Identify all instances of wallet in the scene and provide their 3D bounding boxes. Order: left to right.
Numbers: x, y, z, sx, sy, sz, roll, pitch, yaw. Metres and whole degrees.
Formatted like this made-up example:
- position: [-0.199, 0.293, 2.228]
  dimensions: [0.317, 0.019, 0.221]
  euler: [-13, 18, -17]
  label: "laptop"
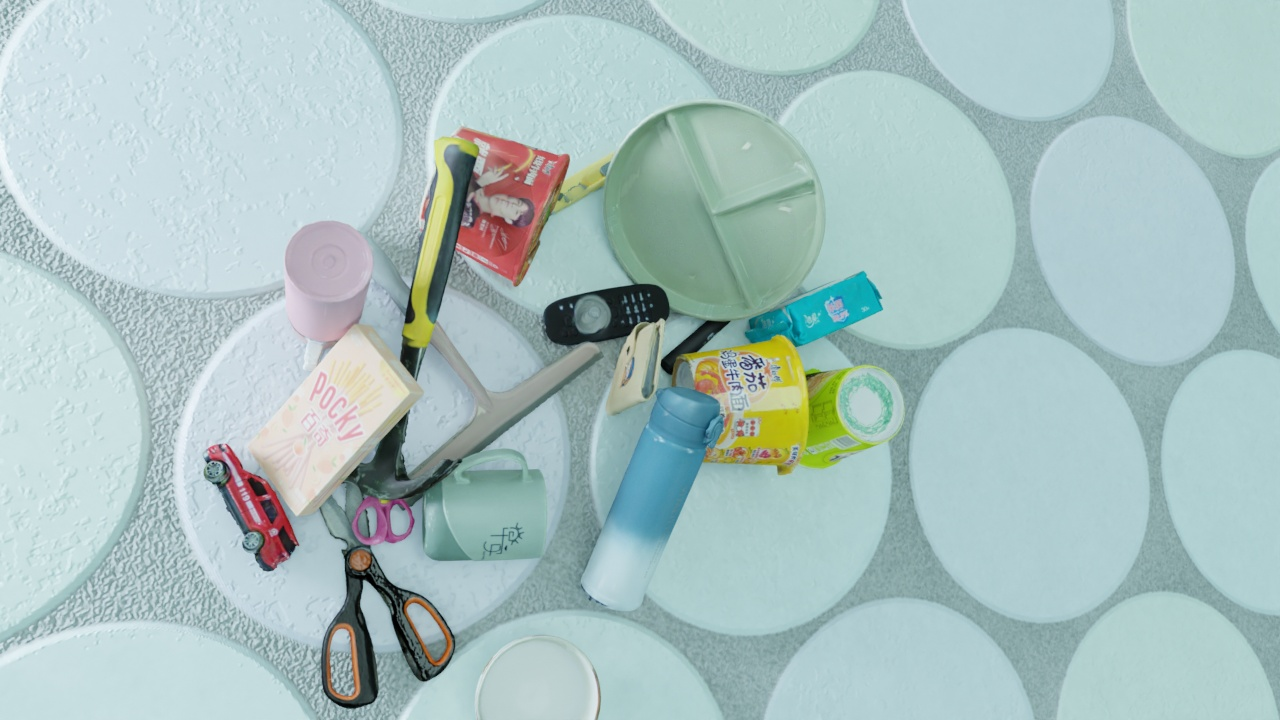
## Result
- position: [-0.005, 0.005, 0.904]
  dimensions: [0.024, 0.115, 0.087]
  euler: [17, 75, -13]
  label: "wallet"

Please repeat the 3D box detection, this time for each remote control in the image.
- position: [-0.036, -0.047, 0.953]
  dimensions: [0.136, 0.024, 0.053]
  euler: [-12, 91, -17]
  label: "remote control"

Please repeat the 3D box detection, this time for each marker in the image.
- position: [0.071, -0.033, 0.991]
  dimensions: [0.022, 0.020, 0.131]
  euler: [44, 68, 11]
  label: "marker"

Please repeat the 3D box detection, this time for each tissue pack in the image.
- position: [0.186, -0.050, 0.994]
  dimensions: [0.133, 0.093, 0.050]
  euler: [-23, 92, -22]
  label: "tissue pack"

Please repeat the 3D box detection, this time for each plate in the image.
- position: [0.073, -0.149, 0.926]
  dimensions: [0.230, 0.231, 0.027]
  euler: [46, 32, -6]
  label: "plate"

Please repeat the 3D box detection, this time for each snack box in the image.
- position: [-0.266, 0.052, 0.797]
  dimensions: [0.157, 0.026, 0.084]
  euler: [-46, 73, 12]
  label: "snack box"

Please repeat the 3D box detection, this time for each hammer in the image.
- position: [-0.191, -0.035, 0.807]
  dimensions: [0.126, 0.032, 0.323]
  euler: [14, 91, 19]
  label: "hammer"

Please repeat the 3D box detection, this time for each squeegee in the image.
- position: [-0.203, -0.030, 0.879]
  dimensions: [0.247, 0.040, 0.249]
  euler: [-39, 90, -15]
  label: "squeegee"

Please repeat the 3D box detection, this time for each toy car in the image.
- position: [-0.340, 0.125, 0.800]
  dimensions: [0.045, 0.053, 0.120]
  euler: [-31, 93, -24]
  label: "toy car"

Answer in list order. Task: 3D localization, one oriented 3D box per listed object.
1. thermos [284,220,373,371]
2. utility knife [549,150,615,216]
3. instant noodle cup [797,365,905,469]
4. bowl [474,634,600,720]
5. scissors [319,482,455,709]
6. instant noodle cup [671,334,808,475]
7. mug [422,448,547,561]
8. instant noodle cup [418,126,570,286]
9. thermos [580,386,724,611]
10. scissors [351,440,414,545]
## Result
- position: [-0.270, -0.047, 0.778]
  dimensions: [0.067, 0.199, 0.087]
  euler: [15, 73, -18]
  label: "thermos"
- position: [-0.048, -0.195, 0.986]
  dimensions: [0.166, 0.018, 0.031]
  euler: [-35, 86, -17]
  label: "utility knife"
- position: [0.212, 0.054, 0.966]
  dimensions: [0.111, 0.124, 0.111]
  euler: [4, 78, -18]
  label: "instant noodle cup"
- position: [-0.099, 0.309, 0.842]
  dimensions: [0.113, 0.062, 0.113]
  euler: [4, 77, -19]
  label: "bowl"
- position: [-0.241, 0.198, 0.841]
  dimensions: [0.189, 0.022, 0.229]
  euler: [16, 69, -21]
  label: "scissors"
- position: [0.095, 0.045, 0.927]
  dimensions: [0.109, 0.138, 0.138]
  euler: [-3, 81, -12]
  label: "instant noodle cup"
- position: [-0.143, 0.130, 0.839]
  dimensions: [0.106, 0.082, 0.112]
  euler: [2, 118, -16]
  label: "mug"
- position: [-0.142, -0.154, 0.882]
  dimensions: [0.108, 0.138, 0.137]
  euler: [23, 73, -5]
  label: "instant noodle cup"
- position: [0.011, 0.128, 0.857]
  dimensions: [0.070, 0.070, 0.221]
  euler: [18, 106, -15]
  label: "thermos"
- position: [-0.236, 0.102, 0.845]
  dimensions: [0.056, 0.017, 0.133]
  euler: [0, 79, -17]
  label: "scissors"
